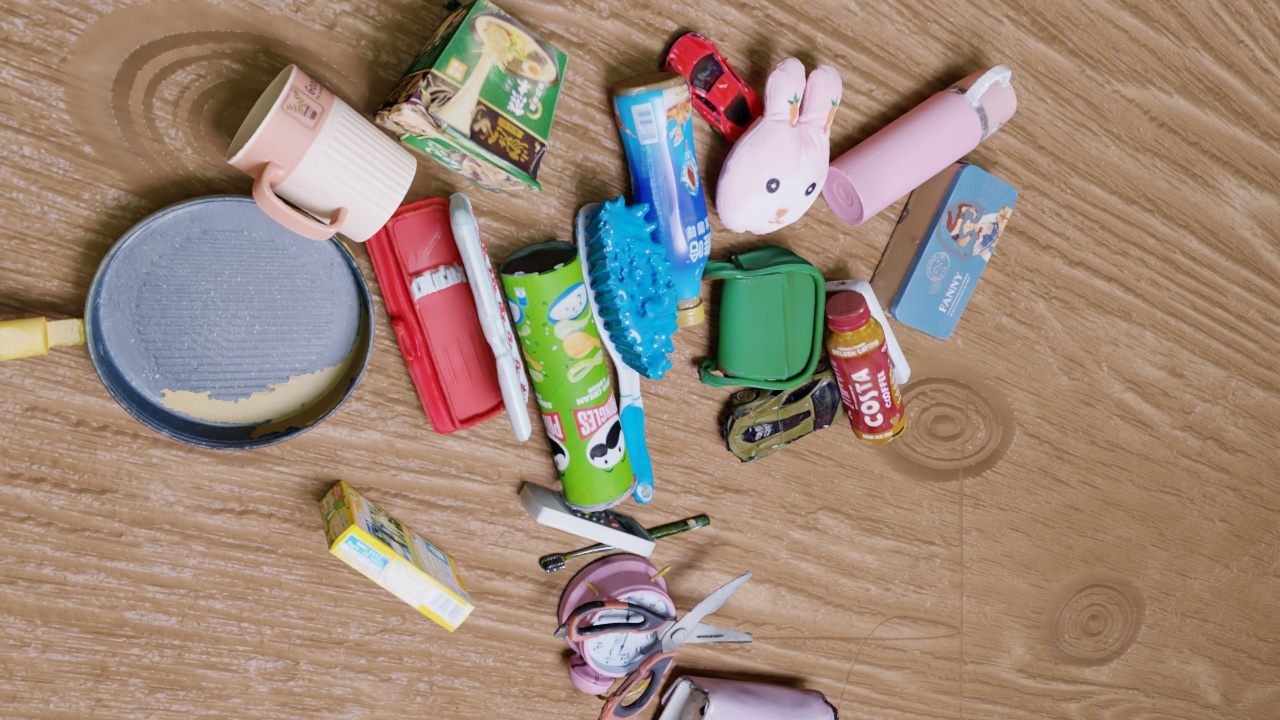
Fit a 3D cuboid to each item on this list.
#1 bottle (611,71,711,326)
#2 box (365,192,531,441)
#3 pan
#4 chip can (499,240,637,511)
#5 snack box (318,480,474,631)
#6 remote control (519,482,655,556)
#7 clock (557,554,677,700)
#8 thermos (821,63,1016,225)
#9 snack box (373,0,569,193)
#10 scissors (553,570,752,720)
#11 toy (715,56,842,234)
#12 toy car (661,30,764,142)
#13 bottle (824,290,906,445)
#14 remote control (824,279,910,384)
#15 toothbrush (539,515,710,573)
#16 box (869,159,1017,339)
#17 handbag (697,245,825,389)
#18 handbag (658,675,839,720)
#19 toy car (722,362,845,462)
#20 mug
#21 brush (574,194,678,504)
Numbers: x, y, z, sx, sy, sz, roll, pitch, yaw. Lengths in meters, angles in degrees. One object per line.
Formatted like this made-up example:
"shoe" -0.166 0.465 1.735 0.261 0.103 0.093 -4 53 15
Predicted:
"bottle" 0.026 -0.134 0.796 0.065 0.065 0.219 -20 117 -17
"box" -0.145 -0.027 0.736 0.095 0.102 0.202 -21 116 -18
"pan" -0.370 -0.020 0.646 0.356 0.078 0.198 -3 110 -24
"chip can" -0.062 0.017 0.809 0.072 0.072 0.236 -21 116 -17
"snack box" -0.209 0.168 0.787 0.033 0.087 0.140 -45 121 -4
"remote control" -0.050 0.151 0.874 0.135 0.056 0.019 25 96 -30
"clock" -0.020 0.279 0.935 0.117 0.060 0.159 -7 114 -22
"thermos" 0.269 -0.211 0.871 0.198 0.087 0.067 -33 75 -9
"snack box" -0.117 -0.197 0.685 0.117 0.118 0.105 28 86 -30
"scissors" 0.018 0.273 0.907 0.222 0.015 0.189 -43 120 -4
"toy" 0.125 -0.186 0.816 0.121 0.054 0.160 -7 124 -38
"toy car" 0.064 -0.237 0.795 0.106 0.031 0.049 41 88 -29
"bottle" 0.222 0.008 0.914 0.057 0.057 0.175 -35 129 -10
"remote control" 0.230 -0.027 0.938 0.020 0.056 0.136 -55 126 -32
"toothbrush" -0.012 0.185 0.927 0.185 0.017 0.012 -11 110 -21
"box" 0.303 -0.109 0.938 0.089 0.062 0.184 16 100 -28
"handbag" 0.111 -0.041 0.876 0.120 0.068 0.131 -4 112 -15
"handbag" 0.113 0.431 1.032 0.196 0.098 0.145 17 103 -28
"toy car" 0.154 0.051 0.942 0.158 0.042 0.070 -23 118 -19
"mug" -0.228 -0.135 0.652 0.082 0.114 0.106 -30 131 33
"brush" -0.005 0.005 0.828 0.060 0.109 0.315 -22 110 -26
